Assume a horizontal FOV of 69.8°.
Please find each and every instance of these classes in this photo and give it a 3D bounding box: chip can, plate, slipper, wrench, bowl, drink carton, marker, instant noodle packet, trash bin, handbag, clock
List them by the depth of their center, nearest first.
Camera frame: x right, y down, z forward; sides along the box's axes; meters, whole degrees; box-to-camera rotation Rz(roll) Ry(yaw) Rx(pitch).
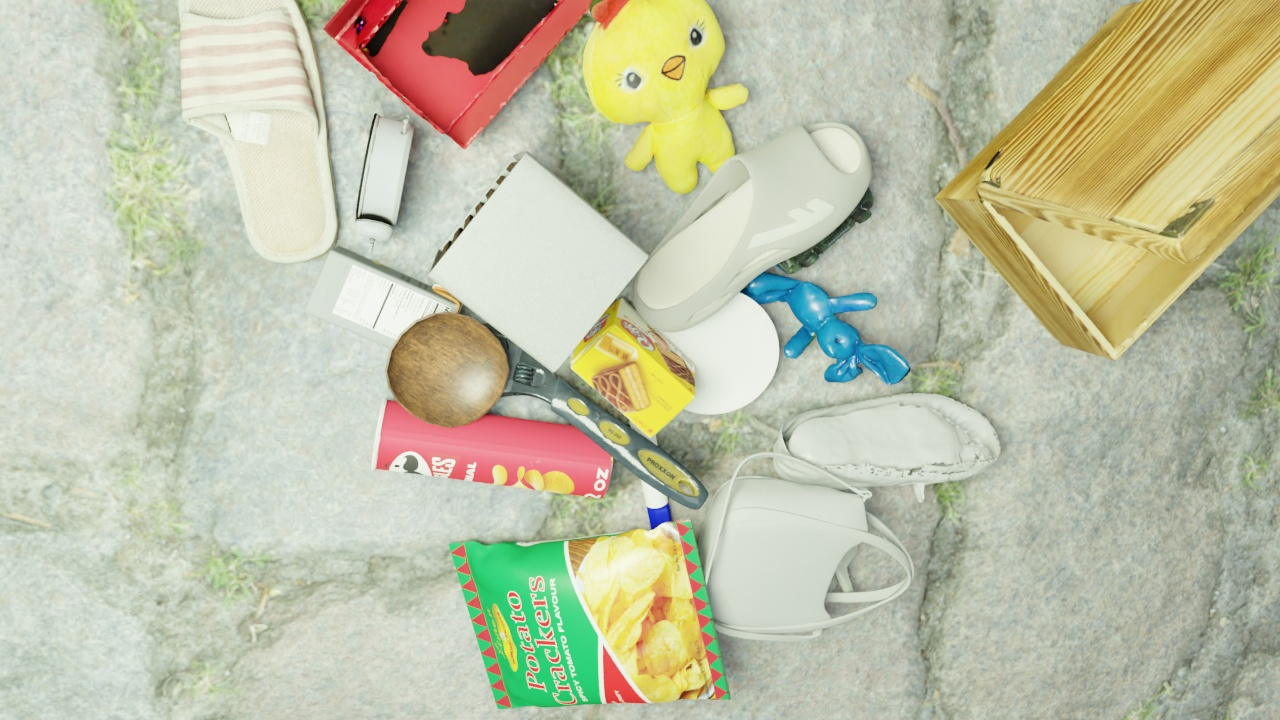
[{"bbox_3d":[-0.092,-0.091,0.767,0.114,0.229,0.114,39,93,-15],"label":"trash bin"},{"bbox_3d":[-0.329,-0.212,0.791,0.115,0.052,0.263,-12,104,-9],"label":"slipper"},{"bbox_3d":[-0.225,-0.153,0.802,0.035,0.094,0.123,10,106,-16],"label":"clock"},{"bbox_3d":[-0.176,0.005,0.829,0.102,0.026,0.114,-49,123,-3],"label":"bowl"},{"bbox_3d":[-0.234,-0.050,0.844,0.125,0.048,0.076,24,97,-14],"label":"drink carton"},{"bbox_3d":[0.093,-0.136,0.848,0.266,0.113,0.080,-37,144,5],"label":"slipper"},{"bbox_3d":[-0.050,0.052,0.870,0.273,0.022,0.073,36,69,4],"label":"wrench"},{"bbox_3d":[-0.139,0.086,0.880,0.220,0.069,0.069,9,100,-12],"label":"chip can"},{"bbox_3d":[-0.052,0.259,0.912,0.253,0.090,0.196,-9,105,16],"label":"instant noodle packet"},{"bbox_3d":[0.070,-0.010,0.914,0.134,0.011,0.135,1,111,4],"label":"plate"},{"bbox_3d":[0.172,0.200,0.919,0.222,0.095,0.216,9,121,-5],"label":"handbag"},{"bbox_3d":[0.011,0.113,0.934,0.023,0.027,0.133,-13,104,-11],"label":"marker"},{"bbox_3d":[0.256,0.093,0.952,0.246,0.075,0.112,-3,72,-11],"label":"slipper"}]

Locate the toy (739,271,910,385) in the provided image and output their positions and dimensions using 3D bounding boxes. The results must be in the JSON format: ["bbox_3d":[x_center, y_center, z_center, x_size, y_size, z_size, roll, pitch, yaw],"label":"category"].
[{"bbox_3d":[0.178,-0.030,0.914,0.176,0.113,0.070,37,56,5],"label":"toy"}]

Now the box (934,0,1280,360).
[{"bbox_3d":[0.477,-0.177,0.803,0.286,0.334,0.279,43,93,-14],"label":"box"}]

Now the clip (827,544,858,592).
[{"bbox_3d":[0.209,0.207,0.989,0.052,0.057,0.102,-20,107,19],"label":"clip"}]

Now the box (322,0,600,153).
[{"bbox_3d":[-0.121,-0.286,0.734,0.213,0.153,0.165,-49,138,1],"label":"box"}]

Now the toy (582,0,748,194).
[{"bbox_3d":[0.021,-0.248,0.831,0.134,0.092,0.208,-33,117,-4],"label":"toy"}]

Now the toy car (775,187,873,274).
[{"bbox_3d":[0.172,-0.137,0.901,0.120,0.043,0.056,-40,106,-1],"label":"toy car"}]

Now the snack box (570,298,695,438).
[{"bbox_3d":[-0.005,0.005,0.872,0.106,0.083,0.061,42,108,-13],"label":"snack box"}]
